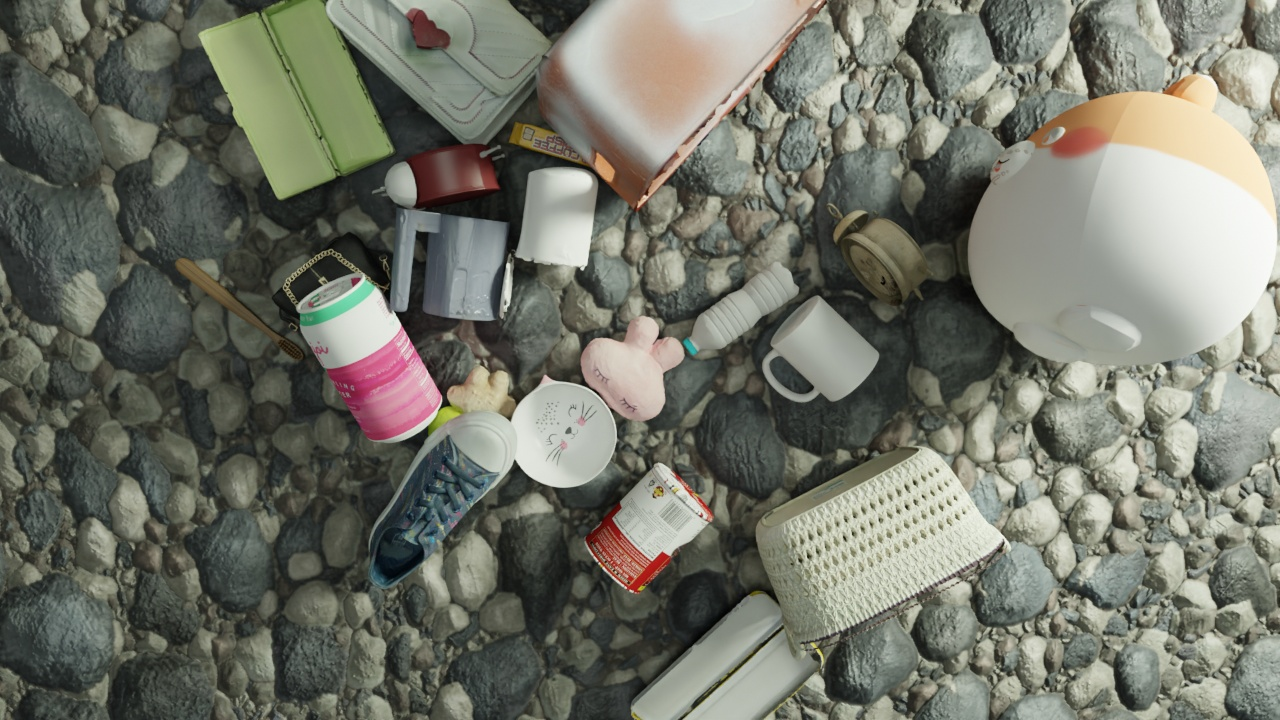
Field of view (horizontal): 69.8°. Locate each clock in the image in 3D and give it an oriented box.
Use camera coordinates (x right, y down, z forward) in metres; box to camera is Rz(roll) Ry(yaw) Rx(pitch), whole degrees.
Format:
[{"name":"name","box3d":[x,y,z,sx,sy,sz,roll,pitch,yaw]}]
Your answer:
[{"name":"clock","box3d":[0.251,-0.122,0.980,0.054,0.093,0.141,-39,71,-4]},{"name":"clock","box3d":[-0.206,-0.187,0.943,0.137,0.096,0.048,-13,96,-4]}]

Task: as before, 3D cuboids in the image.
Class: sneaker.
[{"name":"sneaker","box3d":[-0.219,0.148,0.962,0.087,0.079,0.236,38,110,-10]}]

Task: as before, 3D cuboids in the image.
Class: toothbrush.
[{"name":"toothbrush","box3d":[-0.432,-0.054,0.991,0.167,0.016,0.016,40,92,-5]}]

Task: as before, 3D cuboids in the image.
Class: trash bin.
[{"name":"trash bin","box3d":[0.030,-0.295,0.891,0.157,0.181,0.259,42,89,-4]}]

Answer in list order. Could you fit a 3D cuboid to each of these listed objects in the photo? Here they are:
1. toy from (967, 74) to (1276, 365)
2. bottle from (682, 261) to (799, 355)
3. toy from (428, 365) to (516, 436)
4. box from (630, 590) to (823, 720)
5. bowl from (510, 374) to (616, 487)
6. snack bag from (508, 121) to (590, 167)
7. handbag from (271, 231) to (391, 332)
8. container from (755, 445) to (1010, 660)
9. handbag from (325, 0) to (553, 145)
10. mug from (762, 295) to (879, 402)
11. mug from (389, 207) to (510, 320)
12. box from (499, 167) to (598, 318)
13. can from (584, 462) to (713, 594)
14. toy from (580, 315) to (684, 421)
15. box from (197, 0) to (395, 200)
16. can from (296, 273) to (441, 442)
[{"name":"toy","box3d":[0.462,-0.134,0.897,0.265,0.263,0.280,25,77,-7]},{"name":"bottle","box3d":[0.106,-0.052,0.997,0.136,0.044,0.044,-36,97,2]},{"name":"toy","box3d":[-0.180,0.063,1.001,0.092,0.043,0.118,17,94,-2]},{"name":"box","box3d":[0.098,0.368,1.050,0.210,0.045,0.128,-43,96,4]},{"name":"bowl","box3d":[-0.084,0.077,1.002,0.114,0.050,0.115,0,97,-2]},{"name":"snack bag","box3d":[-0.090,-0.230,0.980,0.099,0.020,0.026,17,98,-4]},{"name":"handbag","box3d":[-0.326,-0.078,0.980,0.128,0.054,0.079,-41,108,0]},{"name":"container","box3d":[0.241,0.194,0.971,0.251,0.185,0.143,-27,85,0]},{"name":"handbag","box3d":[-0.197,-0.329,0.927,0.198,0.096,0.142,41,93,-4]},{"name":"mug","box3d":[0.187,-0.002,0.999,0.090,0.073,0.111,43,119,-6]},{"name":"mug","box3d":[-0.199,-0.099,0.948,0.123,0.084,0.104,0,101,-43]},{"name":"box","box3d":[-0.099,-0.122,0.968,0.094,0.084,0.165,4,98,-12]},{"name":"can","box3d":[0.009,0.182,1.000,0.086,0.086,0.116,43,94,-6]},{"name":"toy","box3d":[-0.006,0.006,0.997,0.108,0.053,0.105,40,88,-6]},{"name":"box","box3d":[-0.357,-0.277,0.959,0.138,0.030,0.187,-26,97,-5]},{"name":"can","box3d":[-0.278,0.000,0.945,0.088,0.088,0.166,-24,116,1]}]
